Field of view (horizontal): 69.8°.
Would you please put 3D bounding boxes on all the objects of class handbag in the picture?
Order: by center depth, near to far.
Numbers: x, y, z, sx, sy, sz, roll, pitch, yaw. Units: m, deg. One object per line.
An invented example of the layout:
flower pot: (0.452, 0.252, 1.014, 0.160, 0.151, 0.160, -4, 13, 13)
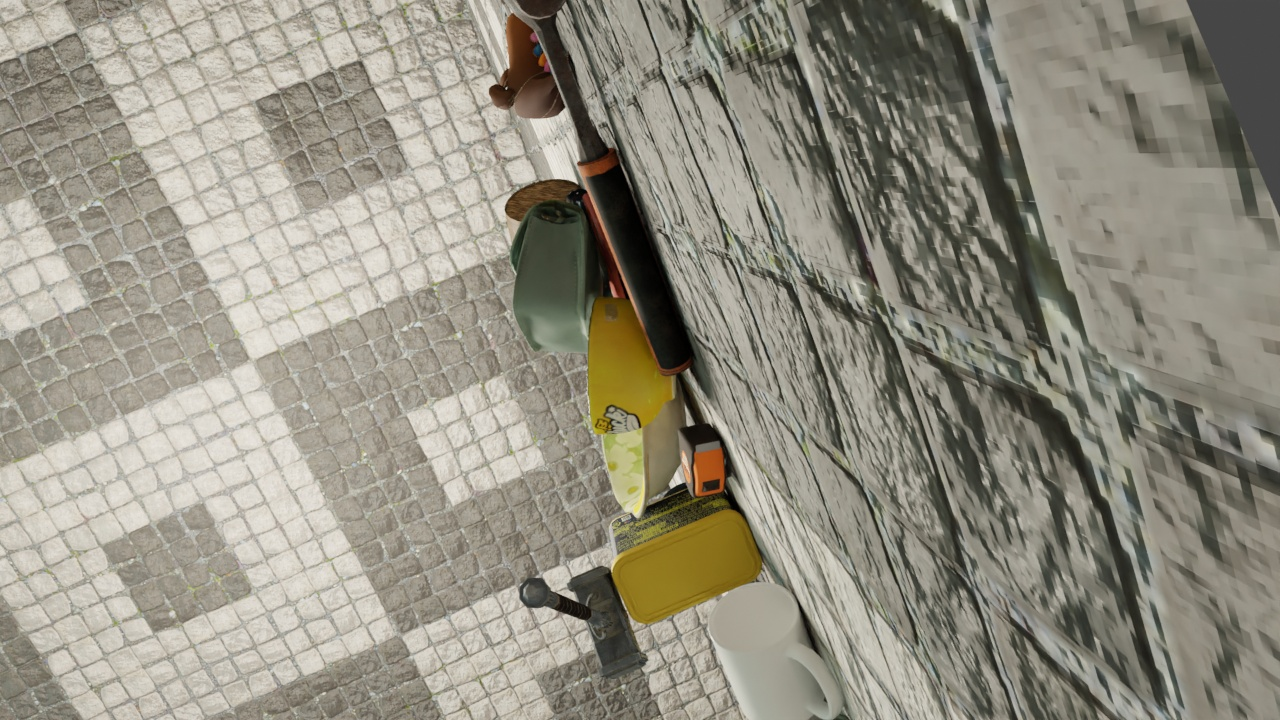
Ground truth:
handbag: (-0.070, -0.066, 0.796, 0.122, 0.067, 0.106, 75, -162, -72)

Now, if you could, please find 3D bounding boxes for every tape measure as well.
tape measure: (0.058, 0.087, 0.788, 0.058, 0.038, 0.059, -123, 23, -71)

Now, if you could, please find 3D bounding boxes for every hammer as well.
hammer: (-0.027, -0.126, 0.651, 0.137, 0.035, 0.315, -118, 5, -60)
hammer: (-0.051, 0.207, 0.757, 0.322, 0.044, 0.098, 67, 180, -69)

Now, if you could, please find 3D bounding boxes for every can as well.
can: (0.039, 0.184, 0.907, 0.104, 0.135, 0.075, -113, 0, -76)

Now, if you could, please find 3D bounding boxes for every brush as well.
brush: (-0.019, -0.091, 0.803, 0.172, 0.030, 0.041, 75, 171, -63)

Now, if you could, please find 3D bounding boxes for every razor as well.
razor: (-0.044, -0.097, 0.889, 0.053, 0.063, 0.140, -120, 6, -62)

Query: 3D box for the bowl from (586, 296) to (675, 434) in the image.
bowl: (-0.005, 0.005, 0.775, 0.117, 0.068, 0.117, 3, -92, -85)

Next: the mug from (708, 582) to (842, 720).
mug: (0.114, 0.241, 0.727, 0.111, 0.073, 0.090, 17, 136, 51)

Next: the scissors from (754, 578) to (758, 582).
scissors: (0.116, 0.222, 0.993, 0.158, 0.014, 0.141, 70, 179, -51)

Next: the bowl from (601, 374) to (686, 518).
bowl: (0.004, 0.060, 0.954, 0.189, 0.060, 0.219, 100, 160, -45)

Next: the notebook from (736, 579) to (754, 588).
notebook: (0.131, 0.319, 0.931, 0.181, 0.009, 0.253, 67, -169, 12)

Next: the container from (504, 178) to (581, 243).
container: (-0.106, -0.137, 1.193, 0.132, 0.132, 0.167, -116, 10, -49)

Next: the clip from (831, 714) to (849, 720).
clip: (0.159, 0.293, 0.685, 0.076, 0.023, 0.042, -147, 35, -81)

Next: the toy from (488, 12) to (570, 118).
toy: (-0.079, -0.241, 0.724, 0.103, 0.070, 0.090, -16, 85, 65)

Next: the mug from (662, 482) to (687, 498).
mug: (0.069, 0.186, 1.121, 0.104, 0.071, 0.077, -78, -25, -44)

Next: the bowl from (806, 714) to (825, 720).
bowl: (0.145, 0.320, 0.835, 0.149, 0.043, 0.149, 62, -170, -20)
